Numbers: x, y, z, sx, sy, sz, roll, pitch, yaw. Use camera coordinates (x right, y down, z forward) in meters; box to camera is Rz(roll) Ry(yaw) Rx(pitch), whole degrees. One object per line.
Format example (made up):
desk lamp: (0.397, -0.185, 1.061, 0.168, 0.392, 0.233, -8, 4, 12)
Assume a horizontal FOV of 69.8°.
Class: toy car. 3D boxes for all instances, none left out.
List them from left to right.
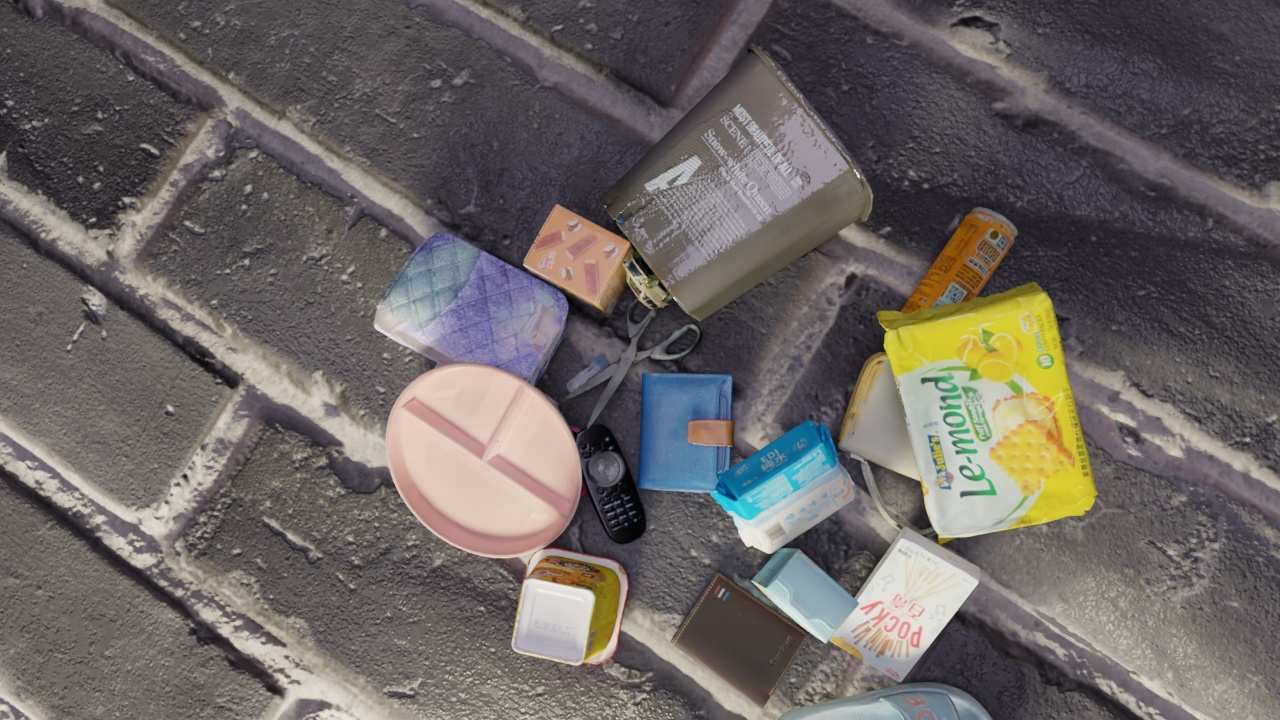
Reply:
toy car: (0.006, -0.085, 0.995, 0.035, 0.090, 0.042, -37, 66, 5)

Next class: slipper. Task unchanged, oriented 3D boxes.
slipper: (0.249, 0.386, 0.921, 0.245, 0.074, 0.104, -1, 84, -9)

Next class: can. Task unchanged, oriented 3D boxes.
can: (0.341, -0.090, 0.988, 0.058, 0.058, 0.146, 35, 89, 9)

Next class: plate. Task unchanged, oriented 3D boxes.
plate: (-0.169, 0.108, 0.998, 0.230, 0.028, 0.230, 5, 110, 14)

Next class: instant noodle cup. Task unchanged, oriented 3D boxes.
instant noodle cup: (-0.080, 0.264, 0.965, 0.116, 0.123, 0.116, 10, 86, 7)

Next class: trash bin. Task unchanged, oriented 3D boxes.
trash bin: (0.096, -0.170, 0.964, 0.220, 0.198, 0.199, -37, 81, 7)

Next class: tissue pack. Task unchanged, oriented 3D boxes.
tissue pack: (0.152, 0.133, 0.971, 0.140, 0.063, 0.090, -33, 117, 1)

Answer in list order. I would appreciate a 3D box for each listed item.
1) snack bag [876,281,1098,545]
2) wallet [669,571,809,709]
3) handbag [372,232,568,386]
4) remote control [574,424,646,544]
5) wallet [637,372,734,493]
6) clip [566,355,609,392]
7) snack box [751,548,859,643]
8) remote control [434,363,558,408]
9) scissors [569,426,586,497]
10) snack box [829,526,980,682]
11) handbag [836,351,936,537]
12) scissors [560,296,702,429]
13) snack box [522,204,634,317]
snack bag: (0.340, 0.052, 0.902, 0.158, 0.068, 0.246, -14, 95, 10)
wallet: (0.107, 0.302, 0.994, 0.122, 0.020, 0.096, 34, 88, 7)
handbag: (-0.182, -0.047, 1.027, 0.194, 0.076, 0.134, 28, 71, 8)
remote control: (-0.035, 0.137, 1.019, 0.053, 0.024, 0.136, -21, 89, -11)
wallet: (0.051, 0.079, 1.015, 0.106, 0.040, 0.133, 1, 84, 11)
clip: (-0.060, 0.018, 1.042, 0.056, 0.029, 0.024, -36, 83, -6)
snack box: (0.160, 0.230, 0.916, 0.074, 0.175, 0.051, 42, 84, 10)
remote control: (-0.167, 0.034, 1.051, 0.150, 0.021, 0.058, 33, 89, 9)
scissors: (-0.118, 0.127, 1.032, 0.136, 0.017, 0.105, -22, 97, 1)
snack box: (0.268, 0.251, 0.939, 0.085, 0.026, 0.157, 29, 118, 9)
handbag: (0.293, 0.093, 0.977, 0.163, 0.063, 0.179, 21, 95, 8)
scissors: (-0.010, -0.004, 1.026, 0.159, 0.014, 0.173, -3, 70, 12)
snack box: (-0.063, -0.109, 1.018, 0.094, 0.093, 0.077, 28, 87, 9)
